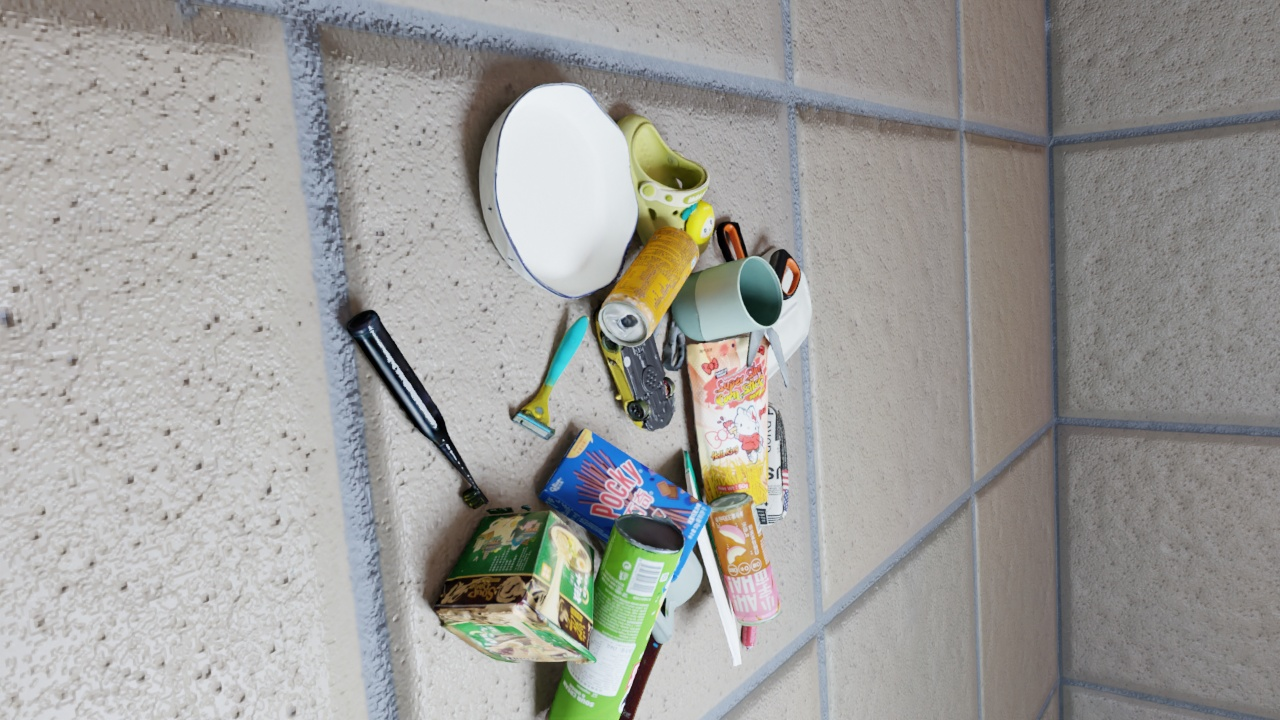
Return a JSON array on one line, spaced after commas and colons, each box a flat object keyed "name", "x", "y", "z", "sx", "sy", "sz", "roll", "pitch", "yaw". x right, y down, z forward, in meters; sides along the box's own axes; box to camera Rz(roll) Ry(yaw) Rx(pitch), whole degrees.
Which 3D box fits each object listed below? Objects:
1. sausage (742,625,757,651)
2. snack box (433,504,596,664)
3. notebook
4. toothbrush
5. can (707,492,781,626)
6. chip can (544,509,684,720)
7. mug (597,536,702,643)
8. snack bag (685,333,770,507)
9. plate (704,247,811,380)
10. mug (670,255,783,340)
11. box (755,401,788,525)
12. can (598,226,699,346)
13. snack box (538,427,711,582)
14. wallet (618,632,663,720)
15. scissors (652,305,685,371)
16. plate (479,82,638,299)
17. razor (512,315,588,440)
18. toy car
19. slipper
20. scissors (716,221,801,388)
[{"name": "sausage", "x": 0.152, "y": 0.312, "z": 1.234, "sx": 0.020, "sy": 0.020, "sz": 0.155, "roll": 17, "pitch": 77, "yaw": -53}, {"name": "snack box", "x": -0.100, "y": 0.200, "z": 0.820, "sx": 0.117, "sy": 0.118, "sz": 0.105, "roll": 52, "pitch": 41, "yaw": -40}, {"name": "notebook", "x": 0.083, "y": 0.229, "z": 1.077, "sx": 0.150, "sy": 0.012, "sz": 0.209, "roll": -92, "pitch": 167, "yaw": -65}, {"name": "toothbrush", "x": -0.180, "y": 0.049, "z": 0.771, "sx": 0.027, "sy": 0.026, "sz": 0.213, "roll": -31, "pitch": 123, "yaw": -10}, {"name": "can", "x": 0.121, "y": 0.232, "z": 1.077, "sx": 0.057, "sy": 0.058, "sz": 0.147, "roll": -24, "pitch": 101, "yaw": -51}, {"name": "chip can", "x": -0.025, "y": 0.258, "z": 0.869, "sx": 0.072, "sy": 0.072, "sz": 0.236, "roll": -9, "pitch": 122, "yaw": -53}, {"name": "mug", "x": 0.008, "y": 0.216, "z": 0.967, "sx": 0.123, "sy": 0.084, "sz": 0.103, "roll": -84, "pitch": 152, "yaw": -55}, {"name": "snack bag", "x": 0.115, "y": 0.075, "z": 1.127, "sx": 0.128, "sy": 0.073, "sz": 0.208, "roll": -10, "pitch": 101, "yaw": -36}, {"name": "plate", "x": 0.170, "y": -0.049, "z": 1.236, "sx": 0.264, "sy": 0.034, "sz": 0.162, "roll": -38, "pitch": 120, "yaw": -47}, {"name": "mug", "x": 0.105, "y": -0.063, "z": 1.055, "sx": 0.111, "sy": 0.107, "sz": 0.082, "roll": 27, "pitch": 62, "yaw": -40}, {"name": "box", "x": 0.167, "y": 0.133, "z": 1.212, "sx": 0.079, "sy": 0.074, "sz": 0.163, "roll": -10, "pitch": 96, "yaw": -61}, {"name": "can", "x": 0.011, "y": -0.079, "z": 0.956, "sx": 0.145, "sy": 0.058, "sz": 0.058, "roll": -58, "pitch": 134, "yaw": -43}, {"name": "snack box", "x": -0.014, "y": 0.143, "z": 0.915, "sx": 0.157, "sy": 0.026, "sz": 0.084, "roll": 33, "pitch": 55, "yaw": -1}, {"name": "wallet", "x": -0.016, "y": 0.338, "z": 1.007, "sx": 0.096, "sy": 0.020, "sz": 0.122, "roll": 48, "pitch": 56, "yaw": -43}, {"name": "scissors", "x": 0.038, "y": -0.070, "z": 1.075, "sx": 0.171, "sy": 0.014, "sz": 0.159, "roll": -28, "pitch": 113, "yaw": -51}, {"name": "plate", "x": -0.079, "y": -0.162, "z": 0.887, "sx": 0.204, "sy": 0.046, "sz": 0.205, "roll": -4, "pitch": 95, "yaw": -54}, {"name": "razor", "x": -0.081, "y": 0.012, "z": 0.901, "sx": 0.043, "sy": 0.028, "sz": 0.132, "roll": 30, "pitch": 65, "yaw": -16}, {"name": "toy car", "x": -0.006, "y": 0.006, "z": 0.991, "sx": 0.071, "sy": 0.041, "sz": 0.156, "roll": -40, "pitch": 117, "yaw": -46}, {"name": "slipper", "x": 0.033, "y": -0.184, "z": 1.011, "sx": 0.091, "sy": 0.082, "sz": 0.190, "roll": -55, "pitch": 129, "yaw": -34}, {"name": "scissors", "x": 0.149, "y": -0.081, "z": 1.159, "sx": 0.223, "sy": 0.022, "sz": 0.220, "roll": 53, "pitch": 43, "yaw": -7}]
